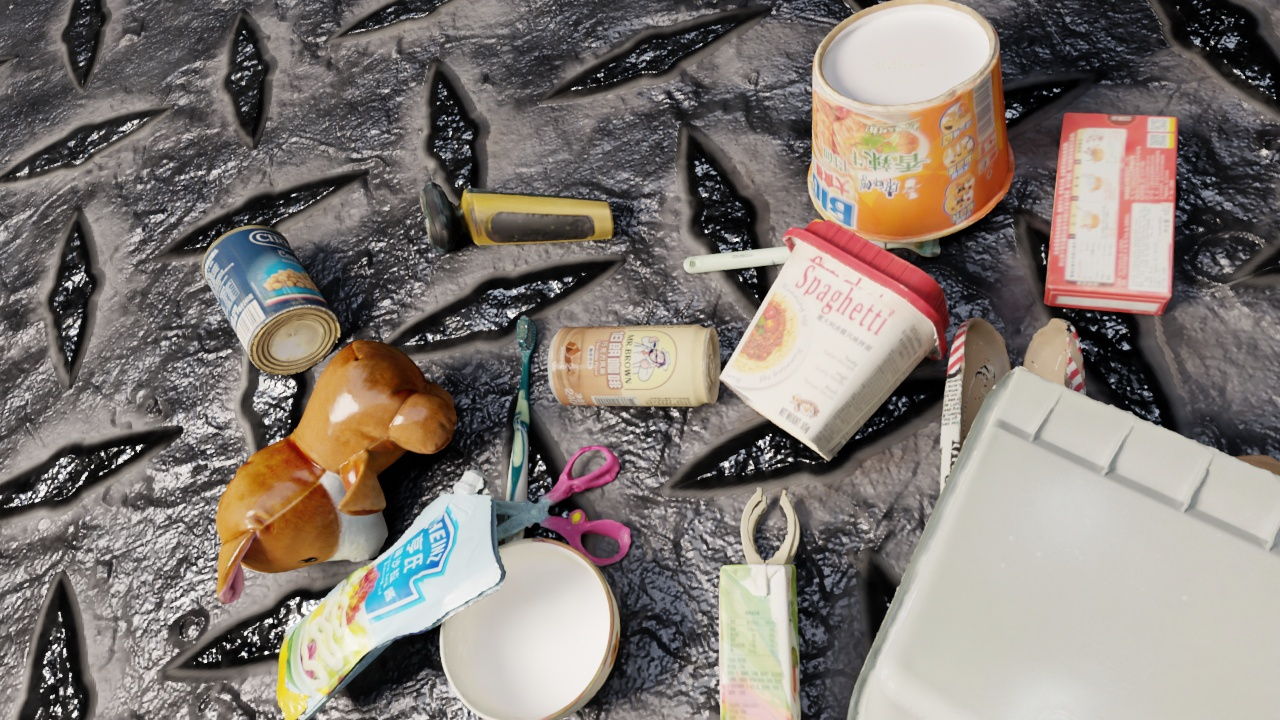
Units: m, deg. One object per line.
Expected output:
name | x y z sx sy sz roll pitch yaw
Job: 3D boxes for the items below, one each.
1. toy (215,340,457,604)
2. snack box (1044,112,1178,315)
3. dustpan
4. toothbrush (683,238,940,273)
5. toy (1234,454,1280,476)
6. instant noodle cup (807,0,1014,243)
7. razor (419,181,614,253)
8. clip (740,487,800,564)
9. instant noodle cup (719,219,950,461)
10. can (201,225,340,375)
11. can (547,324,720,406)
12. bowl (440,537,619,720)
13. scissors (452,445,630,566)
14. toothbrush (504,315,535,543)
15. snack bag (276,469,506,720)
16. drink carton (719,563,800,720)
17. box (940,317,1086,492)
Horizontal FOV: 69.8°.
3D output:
toy | -0.220 0.084 0.658 0.199 0.140 0.130 -41 102 -5
snack box | 0.329 -0.106 0.641 0.075 0.025 0.152 7 65 20
dustpan | 0.229 0.174 0.476 0.223 0.143 0.257 28 61 31
toothbrush | 0.126 -0.082 0.689 0.190 0.020 0.029 -5 84 13
toy | 0.314 0.115 0.506 0.143 0.082 0.226 -42 56 -8
instant noodle cup | 0.189 -0.175 0.654 0.151 0.111 0.151 -9 52 12
razor | -0.102 -0.114 0.754 0.167 0.062 0.067 2 32 11
clip | 0.082 0.133 0.585 0.072 0.035 0.100 5 70 17
instant noodle cup | 0.125 -0.009 0.606 0.116 0.116 0.124 35 88 27
can | -0.307 -0.049 0.764 0.075 0.075 0.111 -38 60 -5
can | -0.004 0.004 0.660 0.116 0.058 0.058 -1 63 16
bowl | -0.063 0.177 0.586 0.113 0.062 0.113 -7 61 13
scissors | -0.068 0.099 0.645 0.134 0.017 0.113 9 65 10
toothbrush | -0.090 0.050 0.684 0.016 0.018 0.191 -6 62 12
snack bag | -0.162 0.153 0.600 0.191 0.039 0.110 -40 24 15
drink carton | 0.069 0.180 0.535 0.045 0.053 0.122 -4 79 16
box | 0.220 0.047 0.567 0.088 0.076 0.162 10 68 1
